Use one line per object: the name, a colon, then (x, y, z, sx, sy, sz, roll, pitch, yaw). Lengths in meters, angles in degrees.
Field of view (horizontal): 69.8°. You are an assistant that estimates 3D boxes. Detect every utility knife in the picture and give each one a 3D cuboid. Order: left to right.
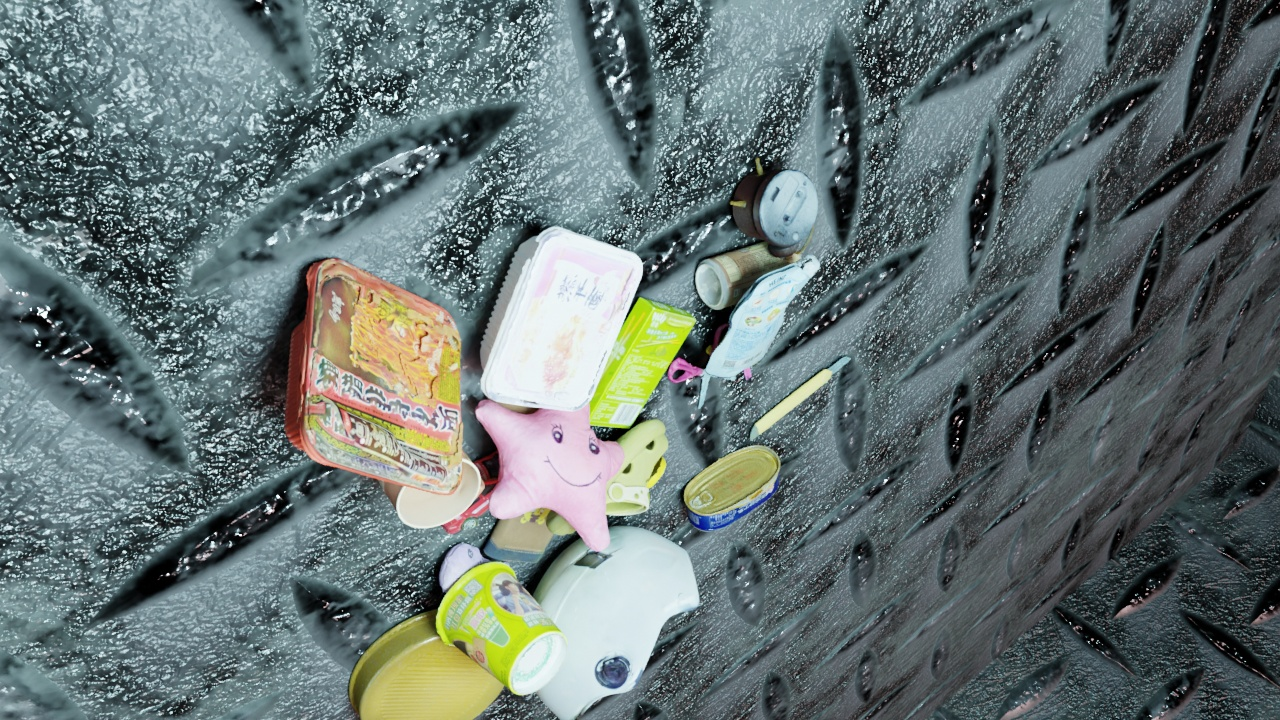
utility knife: (0.225, 0.051, 1.289, 0.188, 0.020, 0.031, -33, 143, -6)

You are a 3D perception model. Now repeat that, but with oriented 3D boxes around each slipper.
slipper: (-0.028, 0.148, 1.063, 0.190, 0.081, 0.092, -42, -175, -35)

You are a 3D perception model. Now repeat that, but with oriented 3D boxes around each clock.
clock: (0.153, -0.161, 1.000, 0.122, 0.055, 0.082, 34, 82, -37)

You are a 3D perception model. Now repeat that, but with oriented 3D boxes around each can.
can: (0.127, 0.177, 1.268, 0.148, 0.074, 0.049, -30, 141, -18)
can: (0.123, -0.099, 1.043, 0.116, 0.058, 0.059, -19, 133, -28)

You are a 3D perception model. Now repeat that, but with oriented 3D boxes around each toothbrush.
toothbrush: (0.126, -0.028, 1.139, 0.014, 0.018, 0.189, -36, 141, -14)

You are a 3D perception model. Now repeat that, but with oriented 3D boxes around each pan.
pan: (-0.205, 0.399, 1.191, 0.357, 0.078, 0.198, 20, 110, -41)

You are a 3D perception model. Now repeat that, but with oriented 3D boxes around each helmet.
helmet: (-0.059, 0.306, 1.133, 0.258, 0.146, 0.229, -47, -176, -2)

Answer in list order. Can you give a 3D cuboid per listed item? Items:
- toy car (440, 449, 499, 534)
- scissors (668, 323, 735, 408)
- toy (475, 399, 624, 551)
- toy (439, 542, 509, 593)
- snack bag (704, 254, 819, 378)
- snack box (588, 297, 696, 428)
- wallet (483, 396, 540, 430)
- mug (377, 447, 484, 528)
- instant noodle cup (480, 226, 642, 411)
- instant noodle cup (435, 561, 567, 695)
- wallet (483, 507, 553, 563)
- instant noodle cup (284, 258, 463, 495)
toy car: (-0.171, 0.135, 0.990, 0.120, 0.053, 0.045, -37, 137, -9)
scissors: (0.078, 0.013, 1.134, 0.130, 0.017, 0.134, -19, 137, -32)
toy: (-0.091, 0.093, 0.953, 0.194, 0.178, 0.075, 28, 147, -34)
toy: (-0.199, 0.255, 1.071, 0.083, 0.039, 0.108, -64, 148, -24)
snack bag: (0.136, -0.049, 1.039, 0.110, 0.039, 0.191, -20, 156, -21)
snack box: (-0.006, 0.006, 1.039, 0.085, 0.026, 0.156, 9, 116, -52)
wallet: (-0.111, 0.021, 0.973, 0.115, 0.020, 0.101, -14, 130, -36)
mug: (-0.204, 0.100, 0.889, 0.114, 0.106, 0.082, 26, 104, -49)
instant noodle cup: (-0.087, -0.043, 0.893, 0.137, 0.060, 0.173, 12, 104, -45)
instant noodle cup: (-0.149, 0.305, 1.026, 0.111, 0.123, 0.112, -25, 129, -35)
wallet: (-0.126, 0.184, 1.089, 0.090, 0.033, 0.115, 13, 110, -45)
instant noodle cup: (-0.229, 0.021, 0.781, 0.079, 0.188, 0.164, -22, 148, 29)
